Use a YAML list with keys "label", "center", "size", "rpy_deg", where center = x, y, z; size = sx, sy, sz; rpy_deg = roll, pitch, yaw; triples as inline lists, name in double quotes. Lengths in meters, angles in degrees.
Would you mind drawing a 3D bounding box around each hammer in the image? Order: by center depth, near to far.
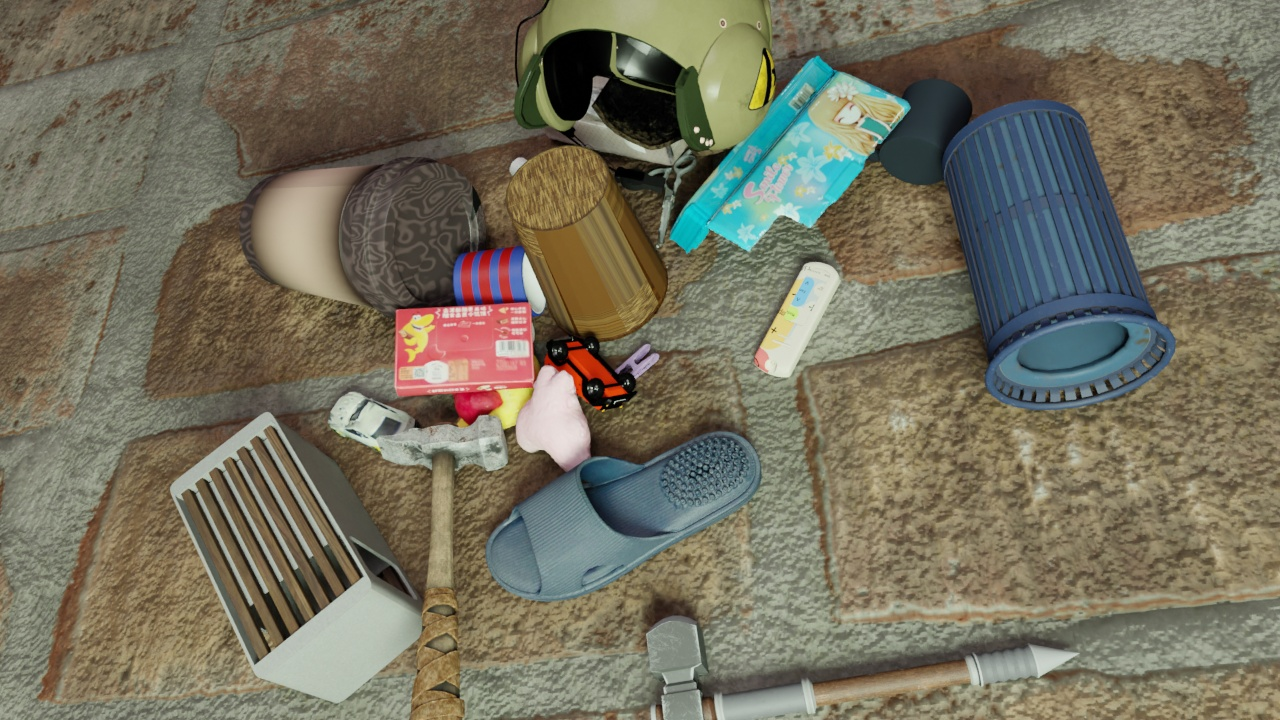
- label: "hammer"
  center: [0.167, 0.251, 0.704]
  size: [0.322, 0.043, 0.155]
  rpy_deg: [-12, 58, 7]
- label: "hammer"
  center: [-0.173, 0.176, 0.789]
  size: [0.121, 0.049, 0.318]
  rpy_deg: [-7, 46, -3]

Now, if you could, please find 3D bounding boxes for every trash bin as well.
- label: "trash bin"
  center: [0.346, -0.099, 0.793]
  size: [0.139, 0.139, 0.249]
  rpy_deg: [-8, 57, 12]
- label: "trash bin"
  center: [-0.312, 0.178, 0.843]
  size: [0.114, 0.114, 0.229]
  rpy_deg: [-39, 58, -8]

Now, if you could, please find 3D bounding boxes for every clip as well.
- label: "clip"
  center: [-0.004, 0.008, 0.910]
  size: [0.053, 0.013, 0.037]
  rpy_deg: [-28, 57, 3]

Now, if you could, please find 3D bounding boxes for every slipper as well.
- label: "slipper"
  center: [-0.020, 0.129, 0.804]
  size: [0.263, 0.082, 0.101]
  rpy_deg: [-23, 59, 2]

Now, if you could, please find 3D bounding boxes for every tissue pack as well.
- label: "tissue pack"
  center: [-0.025, -0.285, 1.049]
  size: [0.181, 0.071, 0.103]
  rpy_deg: [23, 62, 25]

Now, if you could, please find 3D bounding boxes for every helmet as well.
- label: "helmet"
  center: [0.019, -0.283, 0.875]
  size: [0.250, 0.256, 0.232]
  rpy_deg: [13, 67, 24]

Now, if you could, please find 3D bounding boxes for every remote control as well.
- label: "remote control"
  center: [0.152, -0.040, 0.887]
  size: [0.038, 0.018, 0.125]
  rpy_deg: [22, 71, 26]

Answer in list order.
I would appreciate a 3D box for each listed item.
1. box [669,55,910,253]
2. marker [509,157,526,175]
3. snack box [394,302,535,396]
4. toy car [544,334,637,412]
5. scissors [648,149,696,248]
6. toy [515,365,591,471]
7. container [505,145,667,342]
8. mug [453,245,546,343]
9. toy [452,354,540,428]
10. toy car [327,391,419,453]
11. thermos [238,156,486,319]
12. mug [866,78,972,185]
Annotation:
- label: "box"
  center: [0.135, -0.204, 0.922]
  size: [0.227, 0.083, 0.172]
  rpy_deg: [-50, 32, -13]
- label: "marker"
  center: [-0.105, -0.194, 1.049]
  size: [0.025, 0.025, 0.126]
  rpy_deg: [-43, 58, -10]
- label: "snack box"
  center: [-0.171, -0.012, 0.897]
  size: [0.133, 0.021, 0.089]
  rpy_deg: [-3, 63, -5]
- label: "toy car"
  center: [-0.052, 0.015, 0.896]
  size: [0.100, 0.051, 0.049]
  rpy_deg: [45, 125, 30]
- label: "scissors"
  center: [0.040, -0.180, 0.985]
  size: [0.090, 0.014, 0.171]
  rpy_deg: [-24, 40, 7]
- label: "toy"
  center: [-0.081, 0.052, 0.861]
  size: [0.099, 0.052, 0.096]
  rpy_deg: [20, 111, 42]
- label: "container"
  center: [-0.055, -0.117, 0.904]
  size: [0.132, 0.167, 0.132]
  rpy_deg: [-7, 59, 12]
- label: "mug"
  center: [-0.145, -0.062, 0.965]
  size: [0.076, 0.075, 0.112]
  rpy_deg: [-5, 86, 14]
- label: "toy"
  center: [-0.165, 0.025, 0.926]
  size: [0.137, 0.067, 0.105]
  rpy_deg: [19, 70, 12]
- label: "toy car"
  center: [-0.281, 0.064, 0.950]
  size: [0.105, 0.033, 0.048]
  rpy_deg: [18, 69, 26]
- label: "thermos"
  center: [-0.308, -0.136, 1.001]
  size: [0.226, 0.173, 0.172]
  rpy_deg: [8, 63, 27]
- label: "mug"
  center: [0.275, -0.230, 0.935]
  size: [0.105, 0.071, 0.077]
  rpy_deg: [5, 60, 44]
